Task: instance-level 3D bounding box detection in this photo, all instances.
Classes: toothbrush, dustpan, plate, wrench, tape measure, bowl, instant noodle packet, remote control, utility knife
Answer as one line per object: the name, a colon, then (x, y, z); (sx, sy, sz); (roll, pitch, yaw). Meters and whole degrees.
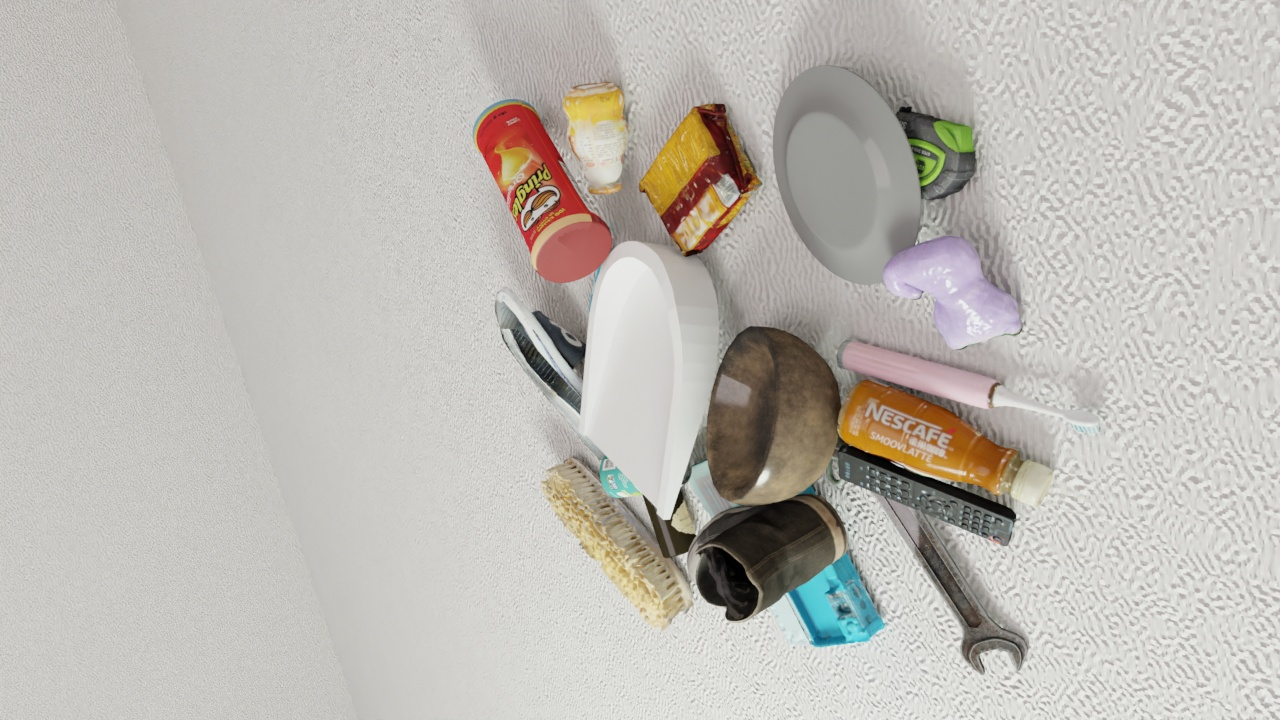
toothbrush: (0.252, 0.020, 0.728); (0.223, 0.027, 0.026); (20, 157, 46)
dustpan: (-0.006, 0.006, 0.959); (0.191, 0.053, 0.258); (40, 120, 49)
plate: (0.156, -0.143, 0.733); (0.178, 0.012, 0.179); (51, 154, 37)
wrench: (0.246, 0.154, 0.808); (0.070, 0.010, 0.273); (-36, 81, 26)
tape measure: (0.214, -0.149, 0.674); (0.065, 0.035, 0.059); (36, 126, 41)
bowl: (0.122, 0.052, 0.834); (0.162, 0.070, 0.162); (-171, 91, -74)
instant noodle packet: (0.055, -0.168, 0.867); (0.098, 0.039, 0.136); (58, 146, 10)
remote control: (0.239, 0.109, 0.773); (0.150, 0.022, 0.047); (22, 150, 27)
utility knife: (-0.044, -0.104, 1.056); (0.022, 0.015, 0.141); (-111, 26, -44)

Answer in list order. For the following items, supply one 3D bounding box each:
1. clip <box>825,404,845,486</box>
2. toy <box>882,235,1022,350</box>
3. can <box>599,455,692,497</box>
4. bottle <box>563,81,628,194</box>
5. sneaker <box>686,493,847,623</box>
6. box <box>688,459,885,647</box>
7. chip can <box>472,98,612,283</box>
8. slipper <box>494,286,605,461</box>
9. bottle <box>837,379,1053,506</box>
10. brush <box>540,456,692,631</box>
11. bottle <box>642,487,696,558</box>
clip: (0.183, 0.077, 0.854); (0.023, 0.037, 0.075); (-10, 96, 56)
toy: (0.231, -0.050, 0.687); (0.080, 0.036, 0.099); (-18, 121, 45)
can: (0.005, 0.124, 1.039); (0.102, 0.054, 0.055); (-14, 99, 38)
bottle: (-0.042, -0.227, 0.939); (0.063, 0.063, 0.109); (17, 123, 47)
sneaker: (0.089, 0.206, 0.912); (0.235, 0.119, 0.095); (-28, 85, 57)
box: (0.138, 0.196, 0.973); (0.226, 0.039, 0.182); (62, 146, 5)
chip can: (-0.110, -0.186, 0.991); (0.213, 0.087, 0.087); (61, 148, 33)
slipper: (-0.088, 0.015, 1.145); (0.264, 0.063, 0.111); (53, 154, 4)
bottle: (0.244, 0.069, 0.742); (0.167, 0.059, 0.059); (24, 128, 33)
brush: (-0.034, 0.236, 1.206); (0.271, 0.056, 0.083); (45, 142, 27)
bottle: (0.019, 0.140, 1.092); (0.045, 0.045, 0.184); (-26, 81, 55)
